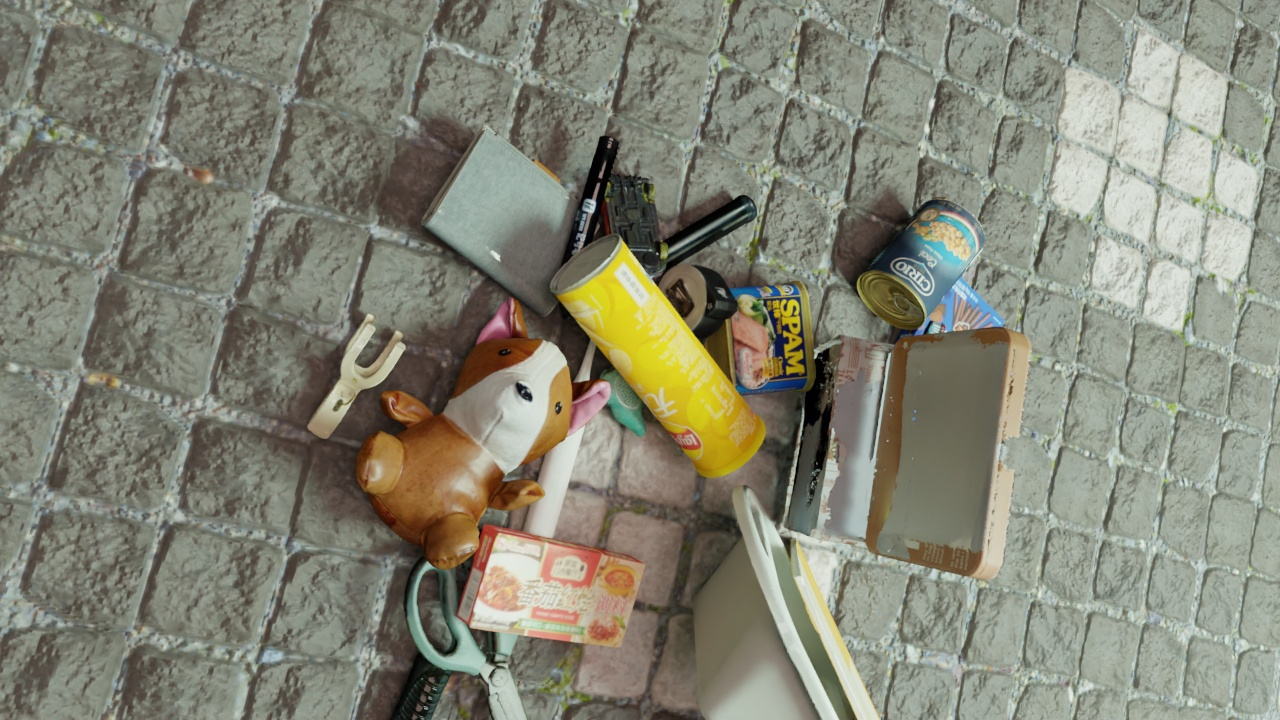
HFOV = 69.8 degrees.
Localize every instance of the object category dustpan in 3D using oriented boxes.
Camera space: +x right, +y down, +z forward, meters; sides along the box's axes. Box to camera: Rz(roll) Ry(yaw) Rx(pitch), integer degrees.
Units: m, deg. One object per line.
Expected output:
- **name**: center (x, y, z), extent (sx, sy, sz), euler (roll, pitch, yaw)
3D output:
- **dustpan**: center (0.141, 0.230, 0.744), extent (0.257, 0.222, 0.143), euler (34, 105, -8)

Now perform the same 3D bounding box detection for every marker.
- **marker**: center (-0.043, -0.121, 0.760), extent (0.020, 0.022, 0.132), euler (13, 83, 24)

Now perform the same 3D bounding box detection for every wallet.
- **wallet**: center (-0.103, -0.115, 0.752), extent (0.129, 0.037, 0.106), euler (38, 71, -31)

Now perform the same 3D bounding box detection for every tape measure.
- **tape measure**: center (0.044, -0.050, 0.795), extent (0.033, 0.066, 0.066), euler (6, 45, -45)

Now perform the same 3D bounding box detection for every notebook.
- **notebook**: center (0.176, 0.263, 0.793), extent (0.010, 0.145, 0.206), euler (-25, 88, 8)

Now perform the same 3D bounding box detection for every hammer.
- **hammer**: center (-0.216, 0.371, 0.695), extent (0.128, 0.033, 0.300), euler (26, 79, -20)

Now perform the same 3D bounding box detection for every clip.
- **clip**: center (-0.217, 0.006, 0.710), extent (0.035, 0.096, 0.101), euler (32, 119, -20)

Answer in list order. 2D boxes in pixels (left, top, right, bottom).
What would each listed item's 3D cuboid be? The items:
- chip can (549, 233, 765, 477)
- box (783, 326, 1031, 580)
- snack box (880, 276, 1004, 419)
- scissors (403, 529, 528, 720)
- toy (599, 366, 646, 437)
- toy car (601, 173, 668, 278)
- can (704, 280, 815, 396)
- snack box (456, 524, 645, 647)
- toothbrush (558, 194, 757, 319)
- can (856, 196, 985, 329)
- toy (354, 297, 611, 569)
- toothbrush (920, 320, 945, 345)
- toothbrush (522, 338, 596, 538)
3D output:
- **chip can**: center (0.017, 0.000, 0.747), extent (0.072, 0.072, 0.213), euler (-47, 115, -17)
- **box**: center (0.203, 0.068, 0.746), extent (0.103, 0.261, 0.178), euler (10, 84, -2)
- **snack box**: center (0.298, -0.005, 0.923), extent (0.084, 0.026, 0.157), euler (39, 75, -17)
- **scissors**: center (-0.138, 0.226, 0.713), extent (0.129, 0.019, 0.185), euler (5, 75, -41)
- **toy**: center (-0.005, 0.005, 0.795), extent (0.096, 0.030, 0.091), euler (48, 68, -22)
- **toy car**: center (-0.008, -0.112, 0.781), extent (0.049, 0.031, 0.106), euler (-2, 61, -19)
- **can**: center (0.105, -0.018, 0.828), extent (0.083, 0.057, 0.102), euler (-6, 90, -20)
- **snack box**: center (-0.069, 0.185, 0.742), extent (0.152, 0.025, 0.075), euler (22, 84, -37)
- **toothbrush**: center (0.017, -0.091, 0.803), extent (0.212, 0.026, 0.027), euler (-32, 113, -23)
- **can**: center (0.273, -0.095, 0.890), extent (0.075, 0.075, 0.111), euler (47, 72, -14)
- **toy**: center (-0.121, 0.051, 0.704), extent (0.140, 0.131, 0.199), euler (48, 63, -6)
- **toothbrush**: center (0.247, 0.049, 0.880), extent (0.017, 0.016, 0.188), euler (21, 99, -7)
- **toothbrush**: center (-0.060, 0.054, 0.773), extent (0.026, 0.026, 0.221), euler (31, 73, -63)
